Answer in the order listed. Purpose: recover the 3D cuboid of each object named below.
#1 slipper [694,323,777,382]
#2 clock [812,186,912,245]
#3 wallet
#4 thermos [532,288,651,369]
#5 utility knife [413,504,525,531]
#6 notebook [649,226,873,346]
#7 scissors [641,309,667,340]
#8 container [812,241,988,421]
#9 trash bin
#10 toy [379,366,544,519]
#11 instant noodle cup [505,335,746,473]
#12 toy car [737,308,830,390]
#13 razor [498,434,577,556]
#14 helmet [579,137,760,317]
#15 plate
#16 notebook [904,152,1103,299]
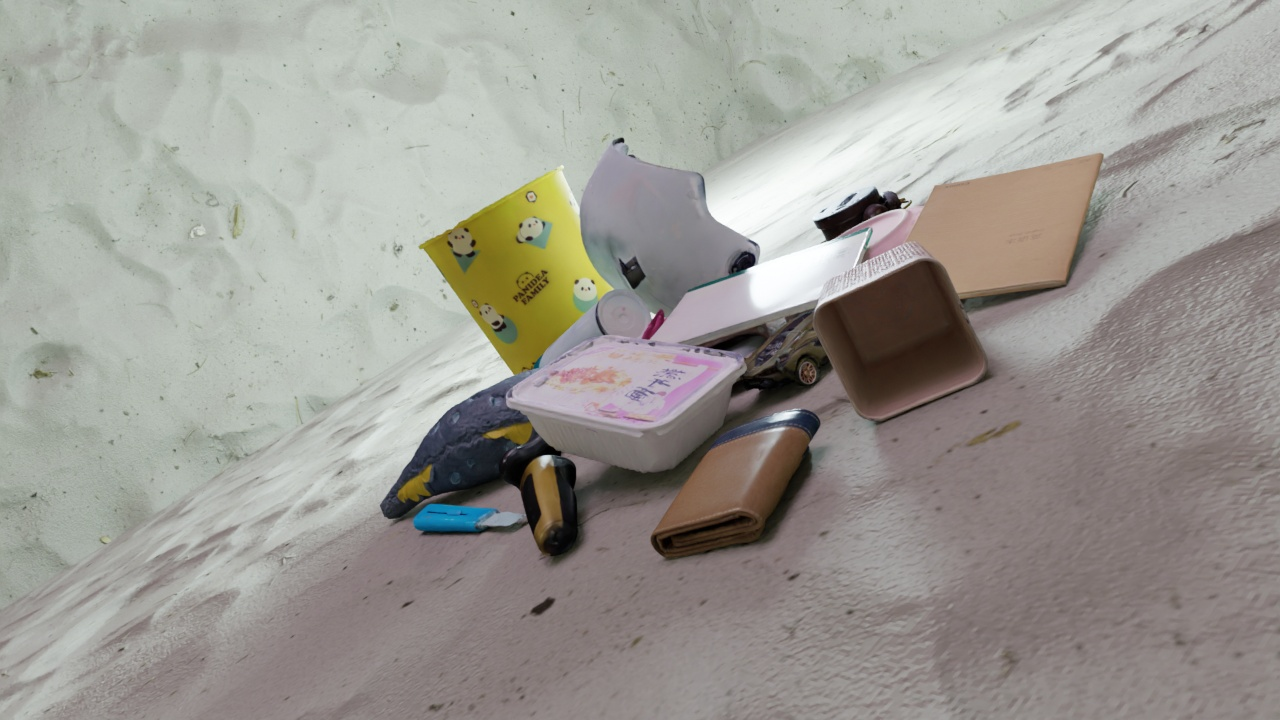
[{"bbox_3d":[0.069,-0.023,0.941,0.114,0.054,0.274,-30,11,0],"label":"slipper"},{"bbox_3d":[0.262,-0.169,1.087,0.122,0.055,0.081,-17,17,41],"label":"clock"},{"bbox_3d":[0.064,0.080,0.601,0.090,0.033,0.115,-23,15,38],"label":"wallet"},{"bbox_3d":[-0.066,-0.013,1.081,0.073,0.073,0.225,-38,1,-33],"label":"thermos"},{"bbox_3d":[-0.163,0.149,0.868,0.034,0.018,0.203,-38,16,-35],"label":"utility knife"},{"bbox_3d":[0.112,-0.065,0.877,0.210,0.012,0.150,-17,21,31],"label":"notebook"},{"bbox_3d":[-0.006,0.006,0.960,0.135,0.017,0.064,-59,-14,-14],"label":"scissors"},{"bbox_3d":[0.177,-0.026,0.641,0.090,0.090,0.110,-26,10,17],"label":"container"},{"bbox_3d":[-0.146,-0.108,1.296,0.230,0.255,0.229,-28,12,7],"label":"trash bin"},{"bbox_3d":[-0.141,0.074,0.984,0.356,0.091,0.138,-28,-15,1],"label":"toy"},{"bbox_3d":[-0.009,0.037,0.766,0.174,0.060,0.137,11,32,38],"label":"instant noodle cup"},{"bbox_3d":[0.148,-0.019,0.786,0.157,0.042,0.070,-34,13,-30],"label":"toy car"},{"bbox_3d":[-0.080,0.110,0.749,0.167,0.067,0.062,-126,52,-72],"label":"razor"},{"bbox_3d":[0.023,-0.134,1.118,0.146,0.258,0.229,-47,46,-3],"label":"helmet"},{"bbox_3d":[0.221,-0.103,0.918,0.192,0.039,0.192,-33,12,7],"label":"plate"},{"bbox_3d":[0.296,-0.111,0.773,0.150,0.012,0.210,-6,32,39],"label":"notebook"}]
